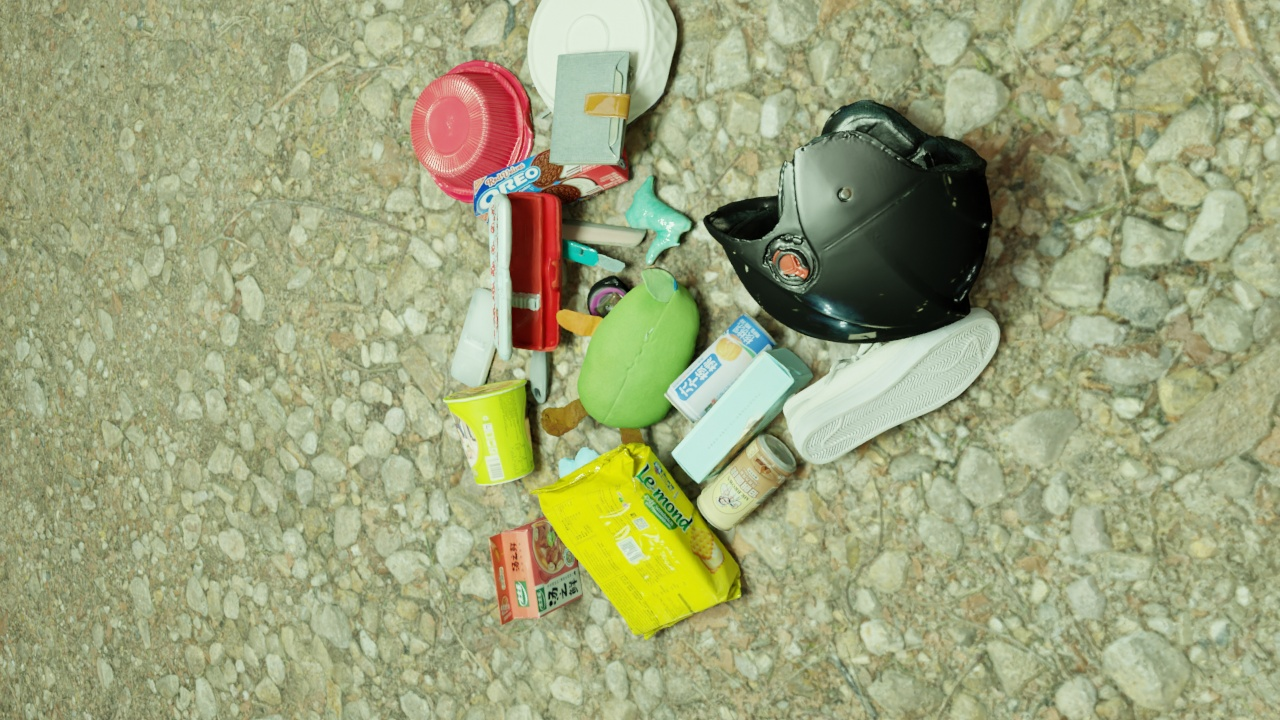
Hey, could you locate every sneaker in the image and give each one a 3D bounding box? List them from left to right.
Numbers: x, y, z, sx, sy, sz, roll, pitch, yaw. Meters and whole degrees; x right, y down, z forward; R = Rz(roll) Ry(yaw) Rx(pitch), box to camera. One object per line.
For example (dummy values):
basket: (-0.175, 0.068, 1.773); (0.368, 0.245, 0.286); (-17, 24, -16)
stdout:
sneaker: (0.261, 0.013, 0.981); (0.242, 0.089, 0.090); (-34, 37, 11)

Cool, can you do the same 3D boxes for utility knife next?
utility knife: (-0.103, -0.145, 1.159); (0.187, 0.013, 0.029); (20, 125, 17)

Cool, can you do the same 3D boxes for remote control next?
remote control: (-0.222, -0.031, 1.266); (0.056, 0.020, 0.136); (24, 104, 24)

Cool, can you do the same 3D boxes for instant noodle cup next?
instant noodle cup: (-0.239, -0.312, 1.233); (0.194, 0.065, 0.194); (2, 93, 27)
instant noodle cup: (-0.192, 0.097, 1.216); (0.112, 0.111, 0.123); (-8, 98, 28)

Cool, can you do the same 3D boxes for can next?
can: (0.091, 0.009, 1.058); (0.134, 0.053, 0.053); (-45, 72, 3)
can: (0.123, 0.142, 1.069); (0.058, 0.058, 0.116); (49, 114, 17)

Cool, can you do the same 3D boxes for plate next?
plate: (-0.055, -0.386, 1.124); (0.205, 0.045, 0.205); (2, 95, 29)

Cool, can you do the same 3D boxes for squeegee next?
squeegee: (-0.123, -0.064, 1.201); (0.248, 0.040, 0.250); (11, 99, 27)

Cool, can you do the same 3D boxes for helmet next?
helmet: (0.208, -0.126, 0.910); (0.275, 0.232, 0.230); (-13, 105, 26)

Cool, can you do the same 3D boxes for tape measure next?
tape measure: (-0.038, -0.073, 1.143); (0.058, 0.039, 0.057); (-41, 107, 15)

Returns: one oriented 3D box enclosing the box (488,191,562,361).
box: (-0.152, -0.102, 1.124); (0.095, 0.098, 0.201); (6, 107, 13)

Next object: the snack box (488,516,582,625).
snack box: (-0.132, 0.265, 1.176); (0.044, 0.127, 0.113); (-9, 90, 29)

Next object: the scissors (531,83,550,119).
scissors: (-0.064, -0.367, 1.164); (0.162, 0.012, 0.163); (26, 106, 24)

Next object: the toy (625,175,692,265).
toy: (0.019, -0.167, 1.120); (0.092, 0.030, 0.096); (34, 98, 24)

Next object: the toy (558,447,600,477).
toy: (-0.054, 0.186, 1.157); (0.162, 0.049, 0.156); (-31, 96, 44)

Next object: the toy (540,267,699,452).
toy: (-0.007, 0.006, 1.111); (0.227, 0.090, 0.247); (28, 104, -3)

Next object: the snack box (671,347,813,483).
snack box: (0.117, 0.063, 1.058); (0.051, 0.074, 0.175); (48, 113, 17)

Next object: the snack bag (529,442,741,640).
snack bag: (-0.003, 0.218, 1.090); (0.158, 0.068, 0.246); (-30, 105, 26)

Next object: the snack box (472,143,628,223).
snack box: (-0.117, -0.228, 1.169); (0.208, 0.058, 0.057); (-16, 70, 27)

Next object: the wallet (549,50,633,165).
wallet: (-0.060, -0.298, 1.084); (0.107, 0.037, 0.129); (7, 93, 30)
